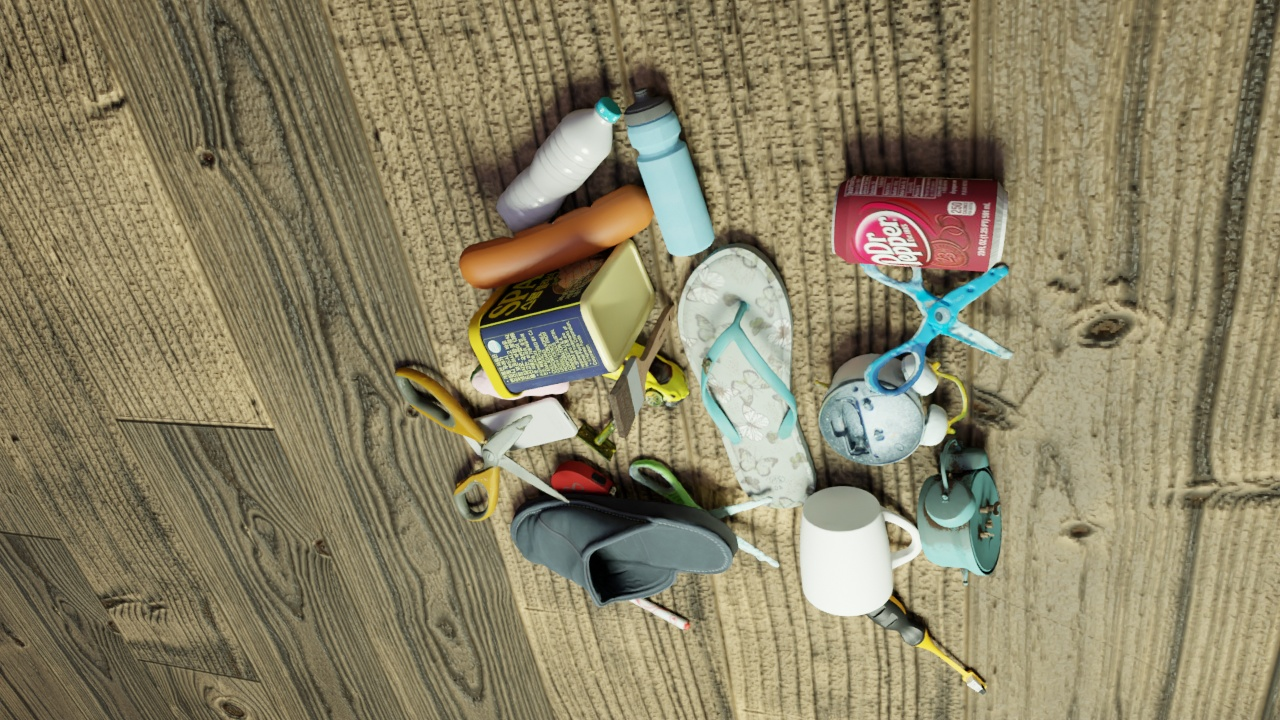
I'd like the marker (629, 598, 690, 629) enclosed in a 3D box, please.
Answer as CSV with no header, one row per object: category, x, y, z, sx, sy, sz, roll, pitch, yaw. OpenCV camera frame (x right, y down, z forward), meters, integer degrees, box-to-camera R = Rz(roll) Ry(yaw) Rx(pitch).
marker,-0.010,0.258,1.001,0.142,0.012,0.013,27,127,3

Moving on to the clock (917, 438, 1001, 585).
clock,0.262,0.121,0.756,0.053,0.089,0.124,-7,120,36

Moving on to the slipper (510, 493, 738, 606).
slipper,-0.036,0.196,0.906,0.266,0.083,0.109,-4,132,35

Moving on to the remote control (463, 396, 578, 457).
remote control,-0.124,0.068,0.909,0.147,0.008,0.045,-16,116,39

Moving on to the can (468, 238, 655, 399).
can,-0.059,-0.038,0.750,0.104,0.134,0.075,-12,117,25

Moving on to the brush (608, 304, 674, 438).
brush,0.005,-0.003,0.740,0.008,0.142,0.045,5,132,20

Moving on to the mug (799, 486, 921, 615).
mug,0.199,0.164,0.824,0.114,0.081,0.088,-14,116,-6

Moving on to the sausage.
sausage,-0.066,-0.096,0.734,0.164,0.044,0.039,-21,148,3

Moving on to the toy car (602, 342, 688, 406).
toy car,-0.005,0.005,0.809,0.107,0.049,0.030,28,125,1

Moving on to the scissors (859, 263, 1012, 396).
scissors,0.214,-0.028,0.694,0.134,0.011,0.140,31,98,6

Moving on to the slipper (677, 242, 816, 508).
slipper,0.088,0.030,0.788,0.098,0.054,0.269,-1,123,25

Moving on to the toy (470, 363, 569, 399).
toy,-0.107,0.005,0.848,0.093,0.050,0.103,22,138,-8

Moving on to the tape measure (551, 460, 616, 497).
tape measure,-0.060,0.123,0.925,0.059,0.019,0.051,-25,114,39

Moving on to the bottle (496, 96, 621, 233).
bottle,-0.063,-0.155,0.729,0.044,0.044,0.137,42,127,-9

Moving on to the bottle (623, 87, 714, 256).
bottle,0.021,-0.145,0.704,0.040,0.040,0.130,-8,118,26

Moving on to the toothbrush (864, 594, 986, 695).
toothbrush,0.264,0.264,0.887,0.196,0.030,0.031,39,111,-11

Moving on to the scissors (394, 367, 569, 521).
scissors,-0.169,0.087,0.928,0.230,0.016,0.226,44,138,2

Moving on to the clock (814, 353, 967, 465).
clock,0.203,0.037,0.742,0.118,0.056,0.083,-7,118,25

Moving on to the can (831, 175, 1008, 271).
can,0.197,-0.098,0.651,0.114,0.063,0.063,6,124,18

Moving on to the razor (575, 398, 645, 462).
razor,-0.016,0.051,0.862,0.042,0.026,0.106,40,123,-4

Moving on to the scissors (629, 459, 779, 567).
scissors,0.059,0.156,0.897,0.171,0.024,0.166,35,127,11
